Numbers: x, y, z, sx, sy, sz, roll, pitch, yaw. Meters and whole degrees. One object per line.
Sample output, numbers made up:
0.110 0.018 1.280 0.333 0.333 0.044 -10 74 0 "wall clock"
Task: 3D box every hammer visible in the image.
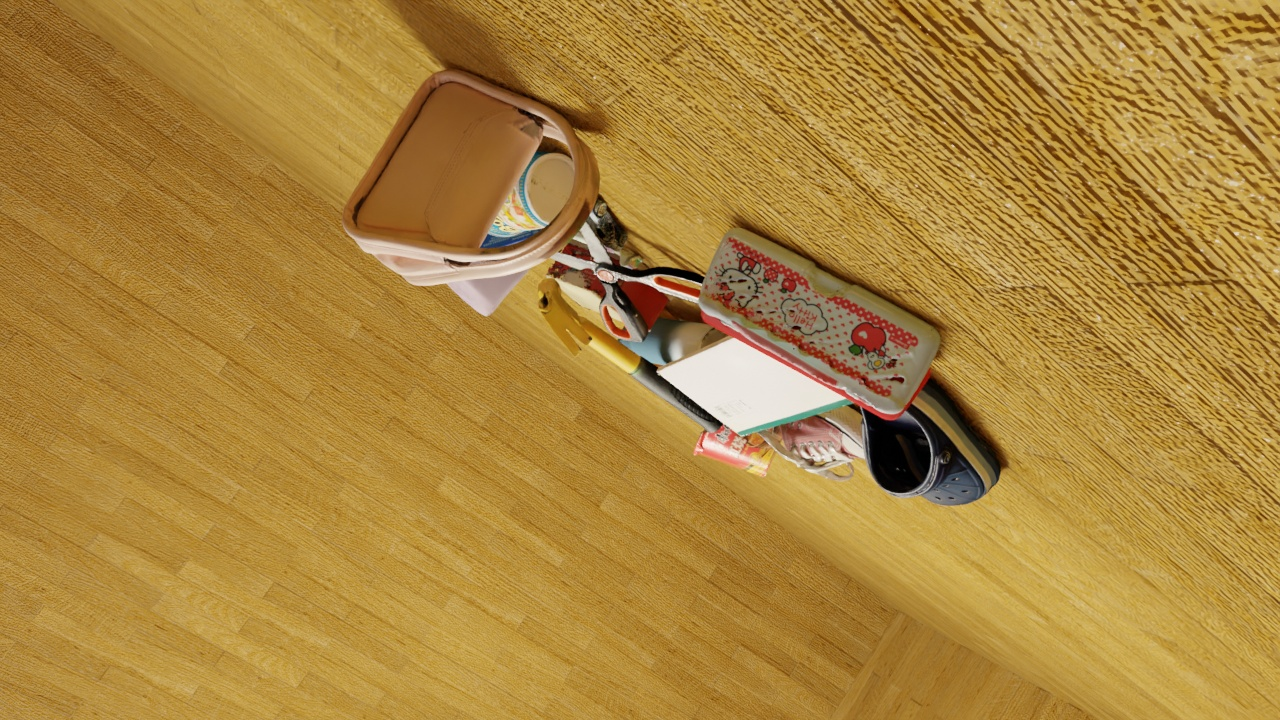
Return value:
-0.007 0.007 1.154 0.300 0.033 0.128 35 -164 -27 "hammer"

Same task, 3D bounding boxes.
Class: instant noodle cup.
0.153 0.097 1.331 0.108 0.137 0.138 25 171 8 "instant noodle cup"
-0.114 -0.173 0.936 0.099 0.099 0.110 40 163 -36 "instant noodle cup"

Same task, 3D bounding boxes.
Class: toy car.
-0.052 -0.153 1.000 0.049 0.031 0.105 28 168 29 "toy car"

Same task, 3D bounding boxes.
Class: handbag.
-0.139 -0.156 0.828 0.234 0.193 0.093 16 165 36 "handbag"
-0.228 -0.167 1.227 0.098 0.144 0.197 28 169 26 "handbag"

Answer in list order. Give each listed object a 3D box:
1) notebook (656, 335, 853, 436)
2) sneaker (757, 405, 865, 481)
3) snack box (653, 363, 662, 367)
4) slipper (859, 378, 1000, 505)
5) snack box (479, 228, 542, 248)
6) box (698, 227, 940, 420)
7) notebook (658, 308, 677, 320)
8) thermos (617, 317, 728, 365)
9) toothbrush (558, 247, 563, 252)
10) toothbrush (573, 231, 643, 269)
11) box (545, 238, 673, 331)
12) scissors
0.133 0.027 1.072 0.150 0.012 0.210 37 147 -20 "notebook"
0.227 0.101 1.165 0.118 0.087 0.241 38 172 -26 "sneaker"
0.075 0.036 1.374 0.026 0.075 0.153 24 169 48 "snack box"
0.276 0.092 0.907 0.105 0.095 0.253 31 168 44 "slipper"
-0.178 -0.152 1.116 0.085 0.157 0.026 18 126 63 "snack box"
0.150 -0.039 0.769 0.201 0.095 0.100 30 134 20 "box"
0.027 -0.055 1.339 0.206 0.010 0.146 40 170 -37 "notebook"
0.046 -0.024 1.203 0.070 0.070 0.221 38 168 -28 "thermos"
-0.077 -0.127 1.343 0.014 0.016 0.189 14 163 44 "toothbrush"
-0.067 -0.148 1.137 0.190 0.029 0.020 29 129 42 "toothbrush"
-0.048 -0.092 1.177 0.091 0.077 0.168 41 169 -38 "box"
-0.022 -0.090 1.035 0.233 0.021 0.221 15 149 11 "scissors"
